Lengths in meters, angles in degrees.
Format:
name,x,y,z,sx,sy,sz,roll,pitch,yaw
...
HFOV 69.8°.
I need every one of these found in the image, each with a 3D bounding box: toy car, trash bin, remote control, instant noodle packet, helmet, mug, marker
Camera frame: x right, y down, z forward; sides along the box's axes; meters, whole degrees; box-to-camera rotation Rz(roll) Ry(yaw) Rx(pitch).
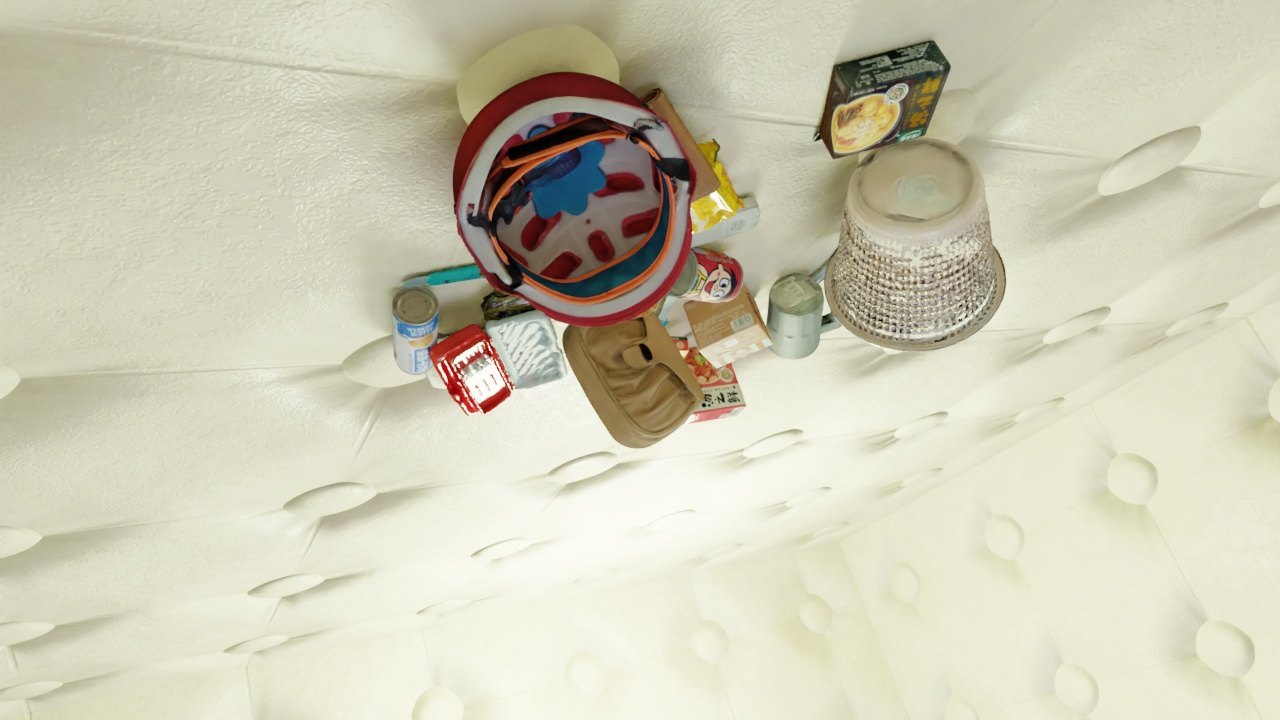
name,x,y,z,sx,sy,sz,roll,pitch,yaw
toy car,-0.118,-0.082,1.127,0.158,0.042,0.070,-18,158,-7
trash bin,0.334,-0.153,1.121,0.227,0.227,0.192,-20,145,3
remote control,0.071,-0.161,1.113,0.150,0.021,0.058,-17,159,-5
instant noodle packet,0.050,-0.186,1.015,0.111,0.044,0.128,-21,155,11
helmet,-0.064,-0.156,0.837,0.207,0.143,0.240,-30,137,2
mug,0.245,-0.071,1.355,0.124,0.083,0.103,-19,144,-8
marker,0.258,-0.118,1.360,0.016,0.017,0.146,-3,153,-33

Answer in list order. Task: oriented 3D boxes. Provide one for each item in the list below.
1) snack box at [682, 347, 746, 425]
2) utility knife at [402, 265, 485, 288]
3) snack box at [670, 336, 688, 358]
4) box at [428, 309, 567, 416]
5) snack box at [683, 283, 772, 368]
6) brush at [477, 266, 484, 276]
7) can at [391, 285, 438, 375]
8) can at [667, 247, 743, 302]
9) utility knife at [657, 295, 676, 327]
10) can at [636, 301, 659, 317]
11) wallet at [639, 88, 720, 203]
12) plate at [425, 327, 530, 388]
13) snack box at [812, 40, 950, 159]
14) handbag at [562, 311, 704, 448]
name,x,y,z,sx,sy,sz,roll,pitch,yaw
snack box,0.090,0.039,1.462,0.127,0.113,0.044,-8,156,-24
utility knife,-0.187,-0.101,1.063,0.178,0.013,0.029,-11,155,-17
snack box,-0.013,-0.009,1.352,0.155,0.027,0.077,1,153,-15
box,-0.178,0.004,1.183,0.160,0.050,0.201,-24,157,-7
snack box,0.127,-0.052,1.331,0.093,0.077,0.094,-24,156,13
brush,-0.118,-0.143,0.960,0.073,0.063,0.146,5,146,-37
can,-0.270,-0.033,1.102,0.053,0.053,0.135,-11,156,-19
can,0.081,-0.109,1.180,0.093,0.066,0.067,4,149,-43
utility knife,0.019,-0.041,1.352,0.034,0.018,0.209,-9,154,-20
can,-0.017,-0.103,1.125,0.058,0.058,0.146,-21,159,6
wallet,0.001,-0.195,0.926,0.119,0.035,0.130,-22,137,20
plate,-0.212,0.004,1.257,0.163,0.034,0.164,-15,157,-10
snack box,0.253,-0.271,0.978,0.113,0.053,0.126,-16,152,-7
handbag,-0.007,0.007,1.212,0.147,0.204,0.100,-22,165,-35
